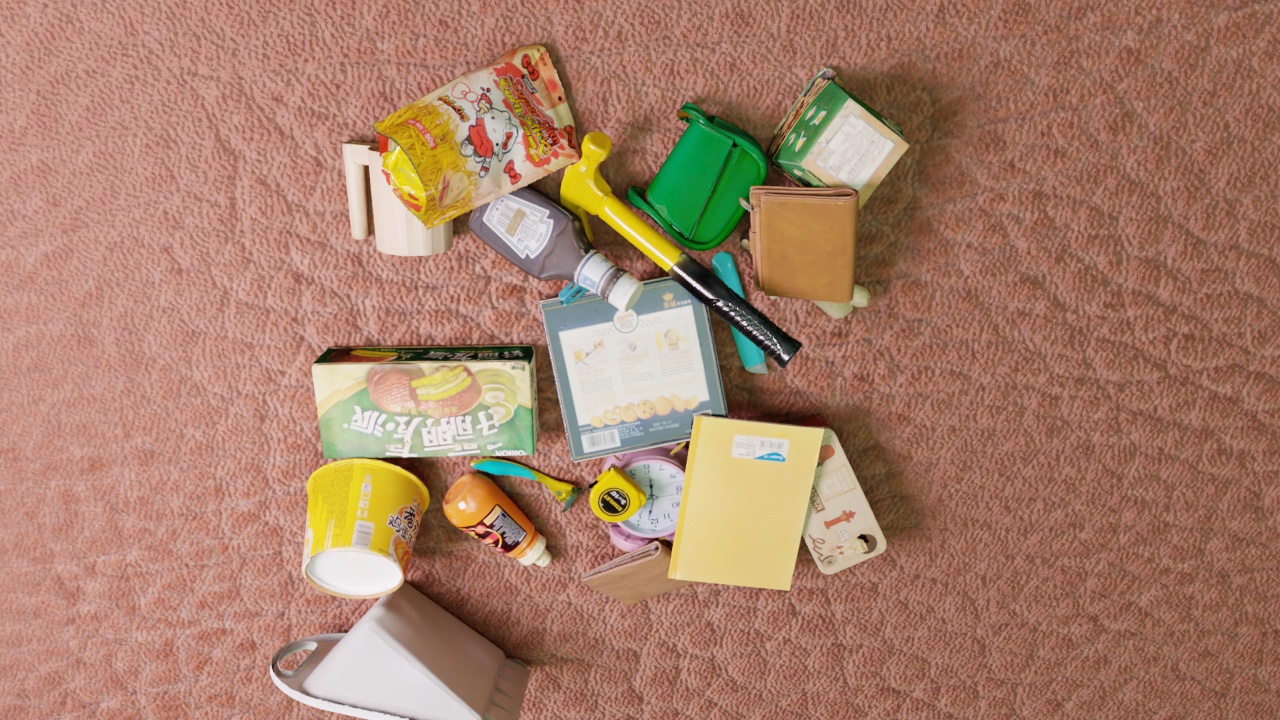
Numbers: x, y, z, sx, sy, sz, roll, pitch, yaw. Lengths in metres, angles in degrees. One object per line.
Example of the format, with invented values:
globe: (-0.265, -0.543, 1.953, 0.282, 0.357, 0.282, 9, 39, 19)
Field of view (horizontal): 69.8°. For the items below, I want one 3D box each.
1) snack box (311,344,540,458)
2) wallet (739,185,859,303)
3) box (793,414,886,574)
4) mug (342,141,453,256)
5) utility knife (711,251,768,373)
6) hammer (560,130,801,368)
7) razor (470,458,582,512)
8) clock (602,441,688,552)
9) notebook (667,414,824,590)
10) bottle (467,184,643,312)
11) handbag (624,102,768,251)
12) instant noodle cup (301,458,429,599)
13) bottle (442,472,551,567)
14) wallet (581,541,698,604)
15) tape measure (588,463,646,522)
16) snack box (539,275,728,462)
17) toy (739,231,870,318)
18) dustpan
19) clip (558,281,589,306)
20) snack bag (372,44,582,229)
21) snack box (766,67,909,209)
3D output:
snack box: (-0.235, 0.045, 1.026, 0.240, 0.063, 0.114, 0, 111, -2)
wallet: (0.156, -0.116, 0.923, 0.119, 0.035, 0.131, 8, 137, 18)
box: (0.215, 0.153, 1.077, 0.091, 0.080, 0.168, -26, 102, 8)
mug: (-0.253, -0.170, 0.951, 0.125, 0.084, 0.104, 10, 111, 21)
utility knife: (0.112, -0.051, 1.032, 0.029, 0.013, 0.151, -18, 106, 2)
hammer: (0.038, -0.098, 0.935, 0.301, 0.032, 0.129, 40, 139, 7)
razor: (-0.136, 0.139, 1.081, 0.132, 0.028, 0.043, 21, 138, -11)
clock: (0.015, 0.167, 1.079, 0.117, 0.059, 0.159, -8, 110, 2)
notebook: (0.116, 0.162, 1.028, 0.146, 0.010, 0.206, 6, 109, -4)
bottle: (-0.085, -0.116, 0.949, 0.195, 0.044, 0.080, 34, 105, 12)
handbag: (0.063, -0.189, 0.959, 0.120, 0.068, 0.131, 34, 106, -3)
instant noodle cup: (-0.311, 0.193, 1.025, 0.138, 0.109, 0.138, -2, 137, -2)
bottle: (-0.162, 0.197, 1.086, 0.067, 0.066, 0.149, -41, 112, 11)
wallet: (0.003, 0.258, 1.098, 0.115, 0.020, 0.101, -26, 138, 23)
tape measure: (-0.028, 0.150, 1.026, 0.060, 0.029, 0.057, 43, 103, -13)
snack box: (-0.006, 0.006, 1.014, 0.178, 0.045, 0.182, -11, 97, 1)
toy: (0.182, -0.101, 0.996, 0.157, 0.066, 0.105, 36, 146, -17)
dustpan: (-0.279, 0.369, 1.062, 0.258, 0.222, 0.142, 41, 91, -3)
clip: (-0.065, -0.079, 0.975, 0.057, 0.014, 0.047, -43, 151, -14)
snack bag: (-0.152, -0.219, 0.897, 0.207, 0.073, 0.128, -35, 110, -31)
snack box: (0.207, -0.215, 0.929, 0.118, 0.105, 0.118, 33, 104, -13)
